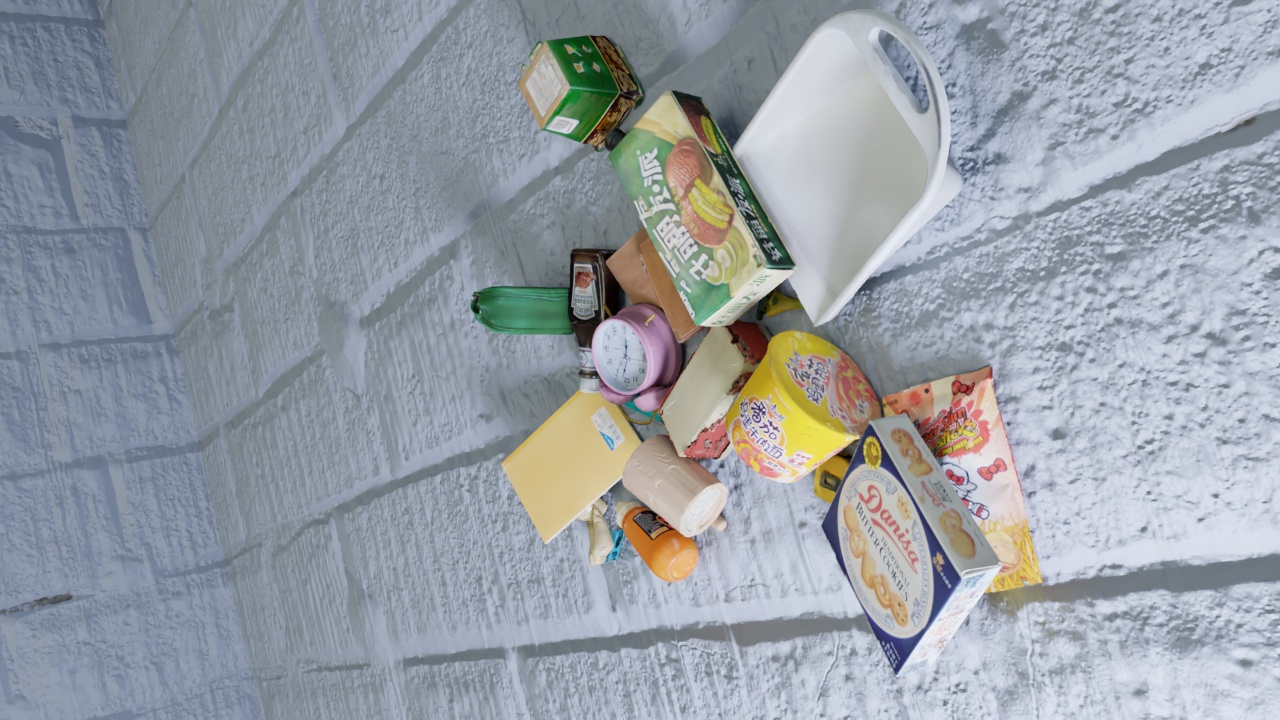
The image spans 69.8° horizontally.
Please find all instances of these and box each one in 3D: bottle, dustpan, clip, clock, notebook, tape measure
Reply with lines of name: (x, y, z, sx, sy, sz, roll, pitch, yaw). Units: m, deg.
bottle: (0.013, 0.230, 1.214, 0.149, 0.066, 0.067, 36, 122, 46)
dustpan: (0.185, -0.194, 0.876, 0.258, 0.142, 0.222, -38, 69, 30)
clip: (-0.038, 0.263, 1.301, 0.014, 0.047, 0.057, 35, 116, 41)
clock: (-0.007, 0.007, 1.182, 0.117, 0.059, 0.159, 12, 114, 41)
bottle: (-0.064, -0.054, 1.250, 0.080, 0.044, 0.195, 11, 104, 46)
notebook: (-0.097, 0.138, 1.290, 0.207, 0.010, 0.146, -43, 62, 17)
tape measure: (0.214, 0.129, 0.999, 0.057, 0.028, 0.060, 22, 113, 42)

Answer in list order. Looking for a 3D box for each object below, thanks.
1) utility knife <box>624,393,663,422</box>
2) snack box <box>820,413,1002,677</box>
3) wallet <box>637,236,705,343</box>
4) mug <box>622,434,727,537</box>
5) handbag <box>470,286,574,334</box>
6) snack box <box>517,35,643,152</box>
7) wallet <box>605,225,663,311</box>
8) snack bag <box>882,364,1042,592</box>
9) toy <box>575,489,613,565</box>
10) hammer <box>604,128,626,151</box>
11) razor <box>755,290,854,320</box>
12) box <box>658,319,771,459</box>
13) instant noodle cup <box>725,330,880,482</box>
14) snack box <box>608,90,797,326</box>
utility knife: (0.013, 0.061, 1.216, 0.151, 0.013, 0.029, 22, 110, 45)
snack box: (0.250, 0.177, 0.883, 0.183, 0.045, 0.177, 99, 158, -44)
wallet: (0.049, -0.098, 1.082, 0.119, 0.035, 0.130, -36, 70, 43)
mug: (0.050, 0.161, 1.128, 0.084, 0.124, 0.103, -49, 54, -6)
handbag: (-0.162, -0.074, 1.293, 0.120, 0.131, 0.068, 13, 102, 48)
snack box: (-0.085, -0.346, 1.179, 0.119, 0.105, 0.117, -44, 66, 43)
wallet: (0.014, -0.113, 1.161, 0.116, 0.020, 0.101, -34, 88, 48)
snack bag: (0.307, 0.119, 0.883, 0.129, 0.073, 0.207, -26, 70, 47)
toy: (-0.080, 0.214, 1.303, 0.157, 0.066, 0.105, 65, 153, 26)
hammer: (0.056, -0.202, 1.107, 0.301, 0.032, 0.129, 43, 124, 34)
razor: (0.182, -0.067, 0.999, 0.133, 0.028, 0.043, -4, 63, 50)
box: (0.087, 0.037, 1.069, 0.169, 0.080, 0.091, -60, 41, 36)
instant noodle cup: (0.162, 0.055, 0.962, 0.138, 0.137, 0.110, 57, 132, 24)
snack box: (0.064, -0.166, 1.003, 0.115, 0.063, 0.240, -40, 68, 38)
